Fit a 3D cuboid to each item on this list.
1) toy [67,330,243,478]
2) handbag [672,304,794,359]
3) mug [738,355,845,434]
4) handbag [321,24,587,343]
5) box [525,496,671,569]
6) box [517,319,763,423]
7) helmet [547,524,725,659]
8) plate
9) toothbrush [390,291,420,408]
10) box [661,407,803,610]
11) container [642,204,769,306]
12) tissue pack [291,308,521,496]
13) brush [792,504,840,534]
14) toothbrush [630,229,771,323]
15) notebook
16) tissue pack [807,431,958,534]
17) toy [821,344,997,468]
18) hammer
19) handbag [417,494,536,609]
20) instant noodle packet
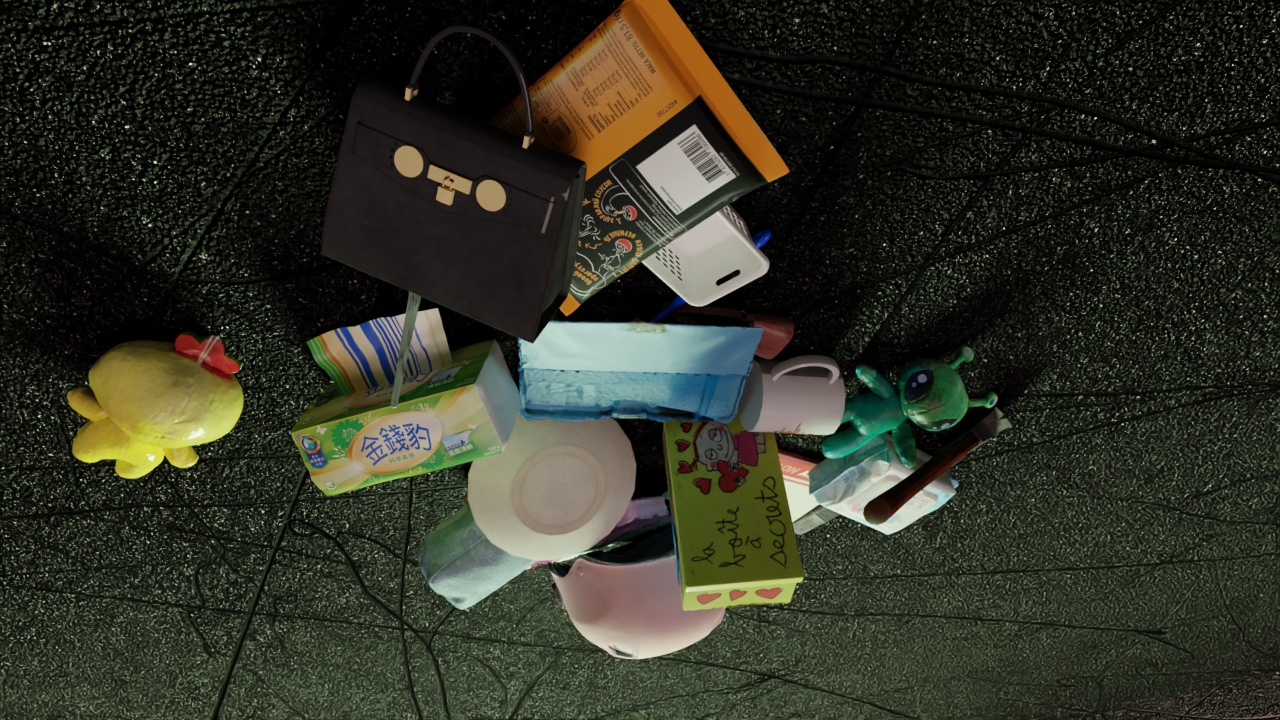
[{"bbox_3d":[-0.459,0.050,0.866,0.208,0.092,0.133,-31,134,32],"label":"toy"},{"bbox_3d":[0.086,-0.034,0.895,0.119,0.029,0.055,14,144,-17],"label":"handbag"},{"bbox_3d":[0.160,0.030,0.946,0.089,0.073,0.105,3,143,-13],"label":"mug"},{"bbox_3d":[-0.124,-0.138,0.649,0.176,0.072,0.196,23,129,5],"label":"handbag"},{"bbox_3d":[-0.045,0.222,1.188,0.231,0.035,0.159,-28,159,34],"label":"box"},{"bbox_3d":[-0.005,0.005,0.910,0.231,0.033,0.175,2,145,-6],"label":"box"},{"bbox_3d":[0.013,0.287,1.155,0.229,0.152,0.256,-16,174,-22],"label":"helmet"},{"bbox_3d":[-0.092,0.136,0.998,0.188,0.027,0.189,-5,107,-17],"label":"plate"},{"bbox_3d":[-0.178,-0.037,0.716,0.010,0.181,0.010,9,144,-11],"label":"toothbrush"},{"bbox_3d":[0.091,0.147,0.972,0.124,0.220,0.081,-3,143,-2],"label":"box"},{"bbox_3d":[0.042,-0.108,0.764,0.081,0.049,0.129,-27,139,25],"label":"container"},{"bbox_3d":[-0.230,0.026,0.868,0.198,0.120,0.141,-17,113,5],"label":"tissue pack"},{"bbox_3d":[0.260,0.199,1.240,0.039,0.012,0.152,24,134,-34],"label":"brush"},{"bbox_3d":[0.049,-0.069,0.847,0.018,0.016,0.183,30,131,-32],"label":"toothbrush"},{"bbox_3d":[0.155,0.159,1.170,0.208,0.012,0.153,17,137,-29],"label":"notebook"},{"bbox_3d":[0.302,0.154,1.130,0.181,0.070,0.112,26,124,-36],"label":"tissue pack"},{"bbox_3d":[0.281,0.047,0.996,0.194,0.072,0.131,-22,107,19],"label":"toy"},{"bbox_3d":[0.320,0.115,0.992,0.299,0.028,0.111,-18,157,-49],"label":"hammer"},{"bbox_3d":[-0.169,0.195,1.077,0.192,0.118,0.122,-35,142,-4],"label":"handbag"},{"bbox_3d":[-0.027,-0.145,0.680,0.221,0.032,0.160,-31,109,29],"label":"instant noodle packet"}]
